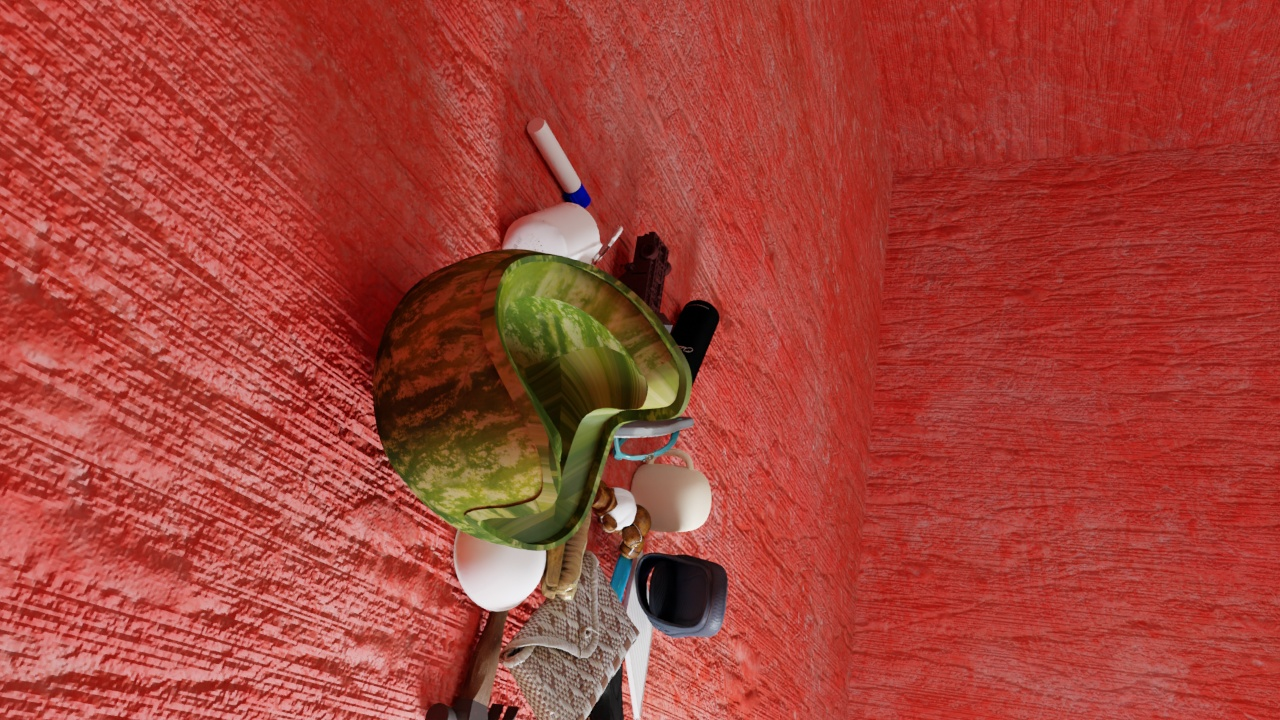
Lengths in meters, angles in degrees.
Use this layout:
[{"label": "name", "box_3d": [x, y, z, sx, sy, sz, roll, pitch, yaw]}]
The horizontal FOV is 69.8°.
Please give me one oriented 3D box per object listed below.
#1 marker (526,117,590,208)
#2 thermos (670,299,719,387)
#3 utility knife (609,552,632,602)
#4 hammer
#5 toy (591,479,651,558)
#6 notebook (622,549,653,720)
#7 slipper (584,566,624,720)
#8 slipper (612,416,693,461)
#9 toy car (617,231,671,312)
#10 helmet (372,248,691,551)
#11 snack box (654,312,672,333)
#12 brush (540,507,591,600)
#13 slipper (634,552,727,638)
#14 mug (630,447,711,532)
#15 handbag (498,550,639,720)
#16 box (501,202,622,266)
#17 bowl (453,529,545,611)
[{"label": "marker", "box_3d": [-0.095, -0.226, 1.071, 0.027, 0.023, 0.133, -57, 146, -17]}, {"label": "thermos", "box_3d": [0.062, 0.000, 1.384, 0.230, 0.061, 0.061, -64, 146, -45]}, {"label": "utility knife", "box_3d": [-0.021, 0.270, 1.198, 0.205, 0.015, 0.031, -54, 122, -76]}, {"label": "hammer", "box_3d": [-0.142, 0.244, 0.958, 0.115, 0.033, 0.322, 54, 41, -51]}, {"label": "toy", "box_3d": [-0.029, 0.198, 1.182, 0.112, 0.067, 0.087, 36, 26, -39]}, {"label": "notebook", "box_3d": [-0.003, 0.353, 1.226, 0.209, 0.009, 0.143, -72, 155, -72]}, {"label": "slipper", "box_3d": [-0.065, 0.367, 1.088, 0.113, 0.076, 0.267, 65, 18, -60]}, {"label": "slipper", "box_3d": [0.013, 0.103, 1.228, 0.268, 0.098, 0.054, -1, 90, -68]}, {"label": "toy car", "box_3d": [-0.004, -0.083, 1.231, 0.070, 0.062, 0.169, 44, 51, -59]}, {"label": "helmet", "box_3d": [-0.110, 0.031, 0.771, 0.243, 0.248, 0.212, 50, 47, 7]}, {"label": "snack box", "box_3d": [-0.007, 0.007, 1.161, 0.031, 0.051, 0.141, -121, -139, -51]}, {"label": "brush", "box_3d": [-0.081, 0.191, 1.018, 0.195, 0.043, 0.059, -86, -168, -62]}, {"label": "slipper", "box_3d": [0.035, 0.302, 1.187, 0.269, 0.083, 0.110, 145, -45, -71]}, {"label": "mug", "box_3d": [0.049, 0.185, 1.307, 0.096, 0.100, 0.120, 1, 89, -66]}, {"label": "handbag", "box_3d": [-0.069, 0.304, 0.987, 0.124, 0.047, 0.185, 64, 33, -13]}, {"label": "box", "box_3d": [-0.082, -0.132, 1.028, 0.083, 0.092, 0.165, -57, 174, 29]}, {"label": "bowl", "box_3d": [-0.130, 0.193, 0.920, 0.109, 0.041, 0.109, 22, 59, -43]}]
